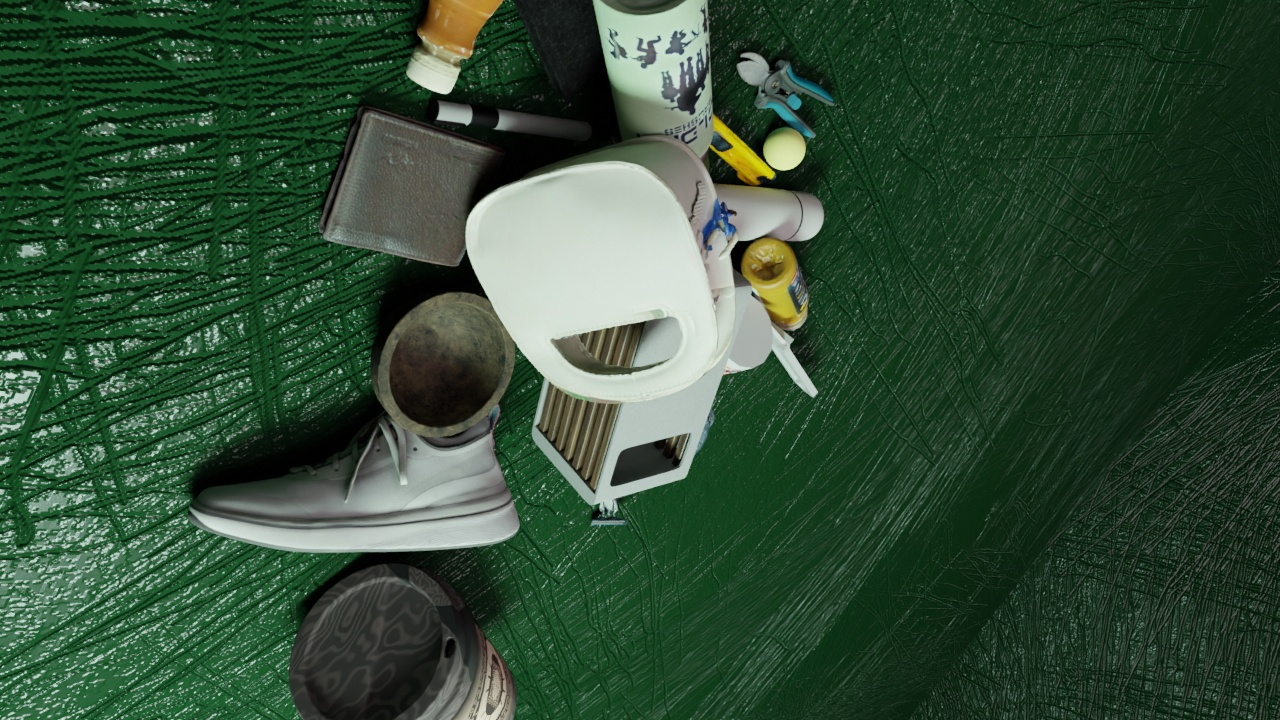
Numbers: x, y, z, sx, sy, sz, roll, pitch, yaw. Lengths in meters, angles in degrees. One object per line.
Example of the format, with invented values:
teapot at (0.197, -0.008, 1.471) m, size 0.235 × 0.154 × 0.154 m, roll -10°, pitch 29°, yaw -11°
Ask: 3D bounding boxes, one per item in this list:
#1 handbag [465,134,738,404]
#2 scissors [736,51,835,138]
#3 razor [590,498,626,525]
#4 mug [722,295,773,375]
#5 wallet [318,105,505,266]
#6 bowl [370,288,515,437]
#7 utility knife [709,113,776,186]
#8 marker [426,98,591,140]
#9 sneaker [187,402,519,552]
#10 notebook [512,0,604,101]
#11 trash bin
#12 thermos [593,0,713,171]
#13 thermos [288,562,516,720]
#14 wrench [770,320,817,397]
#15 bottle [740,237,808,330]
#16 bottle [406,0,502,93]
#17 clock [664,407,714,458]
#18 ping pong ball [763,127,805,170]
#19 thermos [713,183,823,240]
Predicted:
handbag at (-0.018, -0.064, 0.714) m, size 0.092 × 0.201 × 0.200 m, roll -54°, pitch 131°, yaw -57°
scissors at (0.134, -0.245, 0.854) m, size 0.131 × 0.019 × 0.148 m, roll -30°, pitch 140°, yaw -21°
razor at (-0.038, 0.133, 1.029) m, size 0.042 × 0.022 × 0.144 m, roll 0°, pitch 128°, yaw 1°
mug at (0.077, -0.035, 0.922) m, size 0.073 × 0.090 × 0.105 m, roll 22°, pitch 68°, yaw -31°
wallet at (-0.165, -0.124, 0.672) m, size 0.119 × 0.031 × 0.099 m, roll 8°, pitch 114°, yaw -46°
bowl at (-0.168, -0.004, 0.748) m, size 0.121 × 0.056 × 0.121 m, roll -18°, pitch 119°, yaw -36°
utility knife at (0.066, -0.203, 0.826) m, size 0.031 × 0.018 × 0.206 m, roll -23°, pitch 148°, yaw 28°
marker at (-0.095, -0.181, 0.696) m, size 0.140 × 0.016 × 0.016 m, roll -4°, pitch 126°, yaw -41°
sneaker at (-0.229, 0.094, 0.761) m, size 0.262 × 0.097 × 0.128 m, roll 1°, pitch 82°, yaw -26°
notebook at (0.000, -0.307, 0.612) m, size 0.231 × 0.019 × 0.169 m, roll -50°, pitch 161°, yaw -7°
trash bin at (-0.005, 0.005, 0.866) m, size 0.114 × 0.114 × 0.229 m, roll -10°, pitch 130°, yaw -38°
thermos at (0.012, -0.205, 0.687) m, size 0.082 × 0.082 × 0.231 m, roll -40°, pitch 160°, yaw -9°
thermos at (-0.218, 0.318, 0.912) m, size 0.172 × 0.172 × 0.226 m, roll -38°, pitch 148°, yaw -12°
wrench at (0.158, -0.012, 1.056) m, size 0.018 × 0.087 × 0.273 m, roll -48°, pitch 153°, yaw 1°
bottle at (0.146, -0.073, 0.960) m, size 0.053 × 0.053 × 0.186 m, roll -48°, pitch 159°, yaw 1°
bottle at (-0.105, -0.254, 0.587) m, size 0.059 × 0.059 × 0.167 m, roll 6°, pitch 120°, yaw -46°
clock at (0.038, 0.084, 1.025) m, size 0.129 × 0.052 × 0.090 m, roll 9°, pitch 116°, yaw -53°
ping pong ball at (0.137, -0.203, 0.877) m, size 0.040 × 0.040 × 0.040 m, roll -25°, pitch 137°, yaw -26°
thermos at (0.091, -0.141, 0.878) m, size 0.223 × 0.052 × 0.052 m, roll -5°, pitch 126°, yaw -41°
